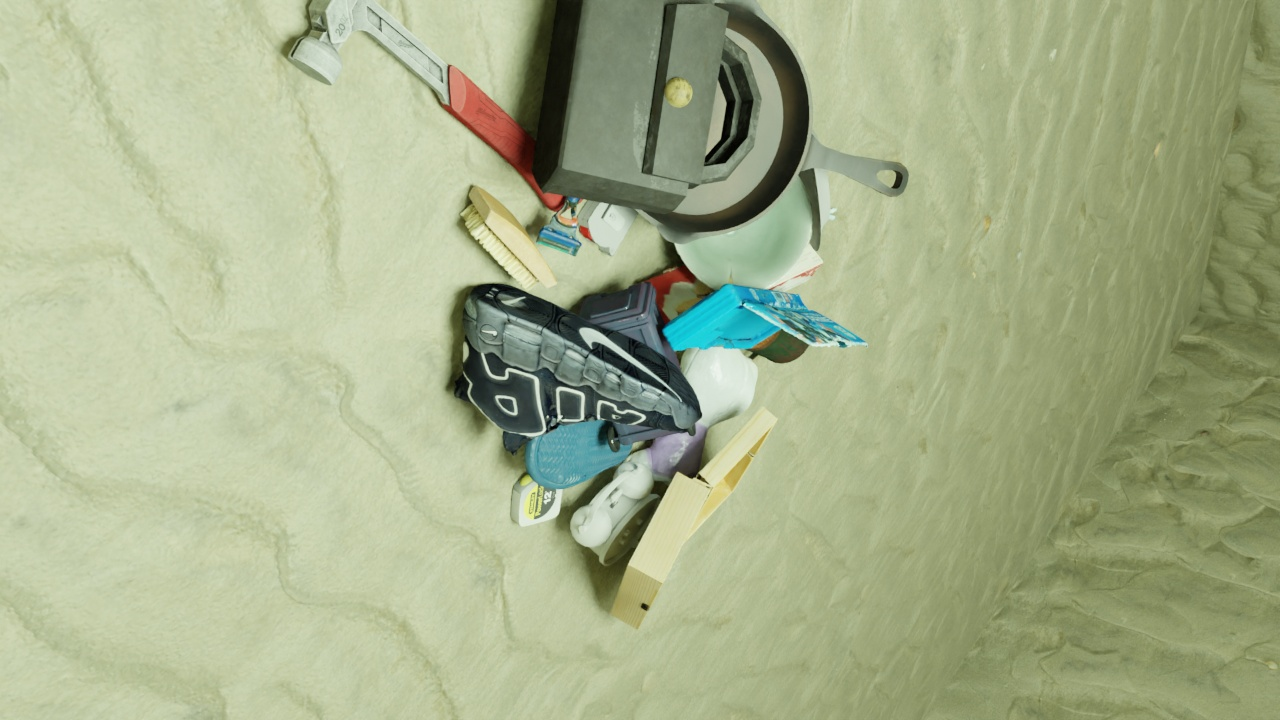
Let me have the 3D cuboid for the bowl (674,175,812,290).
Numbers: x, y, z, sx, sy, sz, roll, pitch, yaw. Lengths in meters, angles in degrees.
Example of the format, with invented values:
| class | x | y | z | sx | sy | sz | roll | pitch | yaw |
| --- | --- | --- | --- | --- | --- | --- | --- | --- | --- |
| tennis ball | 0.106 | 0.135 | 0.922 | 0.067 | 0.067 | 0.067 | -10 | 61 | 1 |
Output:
| class | x | y | z | sx | sy | sz | roll | pitch | yaw |
| --- | --- | --- | --- | --- | --- | --- | --- | --- | --- |
| bowl | 0.107 | -0.160 | 1.066 | 0.174 | 0.068 | 0.174 | 0 | 88 | -11 |

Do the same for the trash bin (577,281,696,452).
| class | x | y | z | sx | sy | sz | roll | pitch | yaw |
| --- | --- | --- | --- | --- | --- | --- | --- | --- | --- |
| trash bin | -0.006 | 0.006 | 0.983 | 0.092 | 0.094 | 0.161 | -80 | 153 | -58 |

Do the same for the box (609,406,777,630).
| class | x | y | z | sx | sy | sz | roll | pitch | yaw |
| --- | --- | --- | --- | --- | --- | --- | --- | --- | --- |
| box | 0.059 | 0.198 | 1.137 | 0.256 | 0.076 | 0.248 | -44 | 166 | -25 |

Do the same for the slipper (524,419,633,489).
| class | x | y | z | sx | sy | sz | roll | pitch | yaw |
| --- | --- | --- | --- | --- | --- | --- | --- | --- | --- |
| slipper | -0.066 | 0.081 | 1.028 | 0.213 | 0.059 | 0.104 | -5 | 107 | -62 |

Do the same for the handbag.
| class | x | y | z | sx | sy | sz | roll | pitch | yaw |
| --- | --- | --- | --- | --- | --- | --- | --- | --- | --- |
| handbag | 0.020 | -0.233 | 0.827 | 0.199 | 0.102 | 0.197 | 7 | 94 | -25 |

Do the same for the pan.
| class | x | y | z | sx | sy | sz | roll | pitch | yaw |
| --- | --- | --- | --- | --- | --- | --- | --- | --- | --- |
| pan | 0.121 | -0.230 | 0.950 | 0.355 | 0.043 | 0.249 | 12 | 101 | -20 |

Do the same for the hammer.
| class | x | y | z | sx | sy | sz | roll | pitch | yaw |
| --- | --- | --- | --- | --- | --- | --- | --- | --- | --- |
| hammer | -0.144 | -0.220 | 0.791 | 0.315 | 0.036 | 0.126 | 35 | 82 | -52 |

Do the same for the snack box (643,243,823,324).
| class | x | y | z | sx | sy | sz | roll | pitch | yaw |
| --- | --- | --- | --- | --- | --- | --- | --- | --- | --- |
| snack box | 0.111 | -0.098 | 1.104 | 0.272 | 0.076 | 0.044 | -26 | 163 | -37 |

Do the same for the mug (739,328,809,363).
| class | x | y | z | sx | sy | sz | roll | pitch | yaw |
| --- | --- | --- | --- | --- | --- | --- | --- | --- | --- |
| mug | 0.159 | -0.036 | 1.199 | 0.111 | 0.085 | 0.081 | -44 | 145 | 22 |

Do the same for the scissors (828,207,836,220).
| class | x | y | z | sx | sy | sz | roll | pitch | yaw |
| --- | --- | --- | --- | --- | --- | --- | --- | --- | --- |
| scissors | 0.235 | -0.200 | 1.238 | 0.133 | 0.016 | 0.073 | -18 | 121 | -43 |

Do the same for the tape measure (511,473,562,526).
| class | x | y | z | sx | sy | sz | roll | pitch | yaw |
| --- | --- | --- | --- | --- | --- | --- | --- | --- | --- |
| tape measure | -0.116 | 0.154 | 1.043 | 0.064 | 0.017 | 0.064 | -12 | 120 | -44 |

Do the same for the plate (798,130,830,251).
| class | x | y | z | sx | sy | sz | roll | pitch | yaw |
| --- | --- | --- | --- | --- | --- | --- | --- | --- | --- |
| plate | 0.203 | -0.216 | 1.087 | 0.019 | 0.172 | 0.173 | -11 | 129 | 3 |

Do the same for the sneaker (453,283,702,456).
| class | x | y | z | sx | sy | sz | roll | pitch | yaw |
| --- | --- | --- | --- | --- | --- | --- | --- | --- | --- |
| sneaker | -0.073 | 0.041 | 0.896 | 0.252 | 0.097 | 0.151 | 25 | 111 | -8 |

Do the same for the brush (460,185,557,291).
| class | x | y | z | sx | sy | sz | roll | pitch | yaw |
| --- | --- | --- | --- | --- | --- | --- | --- | --- | --- |
| brush | -0.124 | -0.111 | 0.862 | 0.039 | 0.049 | 0.117 | -36 | 140 | 2 |

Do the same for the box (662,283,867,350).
| class | x | y | z | sx | sy | sz | roll | pitch | yaw |
| --- | --- | --- | --- | --- | --- | --- | --- | --- | --- |
| box | 0.145 | -0.048 | 1.009 | 0.243 | 0.167 | 0.075 | -3 | 93 | -64 |

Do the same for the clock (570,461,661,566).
| class | x | y | z | sx | sy | sz | roll | pitch | yaw |
| --- | --- | --- | --- | --- | --- | --- | --- | --- | --- |
| clock | -0.027 | 0.183 | 1.091 | 0.119 | 0.061 | 0.159 | -45 | 160 | -19 |

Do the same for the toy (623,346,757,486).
| class | x | y | z | sx | sy | sz | roll | pitch | yaw |
| --- | --- | --- | --- | --- | --- | --- | --- | --- | --- |
| toy | 0.070 | 0.066 | 1.152 | 0.137 | 0.085 | 0.209 | 23 | 98 | -50 |

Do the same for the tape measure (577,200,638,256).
| class | x | y | z | sx | sy | sz | roll | pitch | yaw |
| --- | --- | --- | --- | --- | --- | --- | --- | --- | --- |
| tape measure | -0.034 | -0.148 | 0.961 | 0.062 | 0.020 | 0.060 | 36 | 83 | -51 |

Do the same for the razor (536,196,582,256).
| class | x | y | z | sx | sy | sz | roll | pitch | yaw |
| --- | --- | --- | --- | --- | --- | --- | --- | --- | --- |
| razor | -0.057 | -0.172 | 0.879 | 0.044 | 0.018 | 0.141 | 19 | 98 | -19 |
